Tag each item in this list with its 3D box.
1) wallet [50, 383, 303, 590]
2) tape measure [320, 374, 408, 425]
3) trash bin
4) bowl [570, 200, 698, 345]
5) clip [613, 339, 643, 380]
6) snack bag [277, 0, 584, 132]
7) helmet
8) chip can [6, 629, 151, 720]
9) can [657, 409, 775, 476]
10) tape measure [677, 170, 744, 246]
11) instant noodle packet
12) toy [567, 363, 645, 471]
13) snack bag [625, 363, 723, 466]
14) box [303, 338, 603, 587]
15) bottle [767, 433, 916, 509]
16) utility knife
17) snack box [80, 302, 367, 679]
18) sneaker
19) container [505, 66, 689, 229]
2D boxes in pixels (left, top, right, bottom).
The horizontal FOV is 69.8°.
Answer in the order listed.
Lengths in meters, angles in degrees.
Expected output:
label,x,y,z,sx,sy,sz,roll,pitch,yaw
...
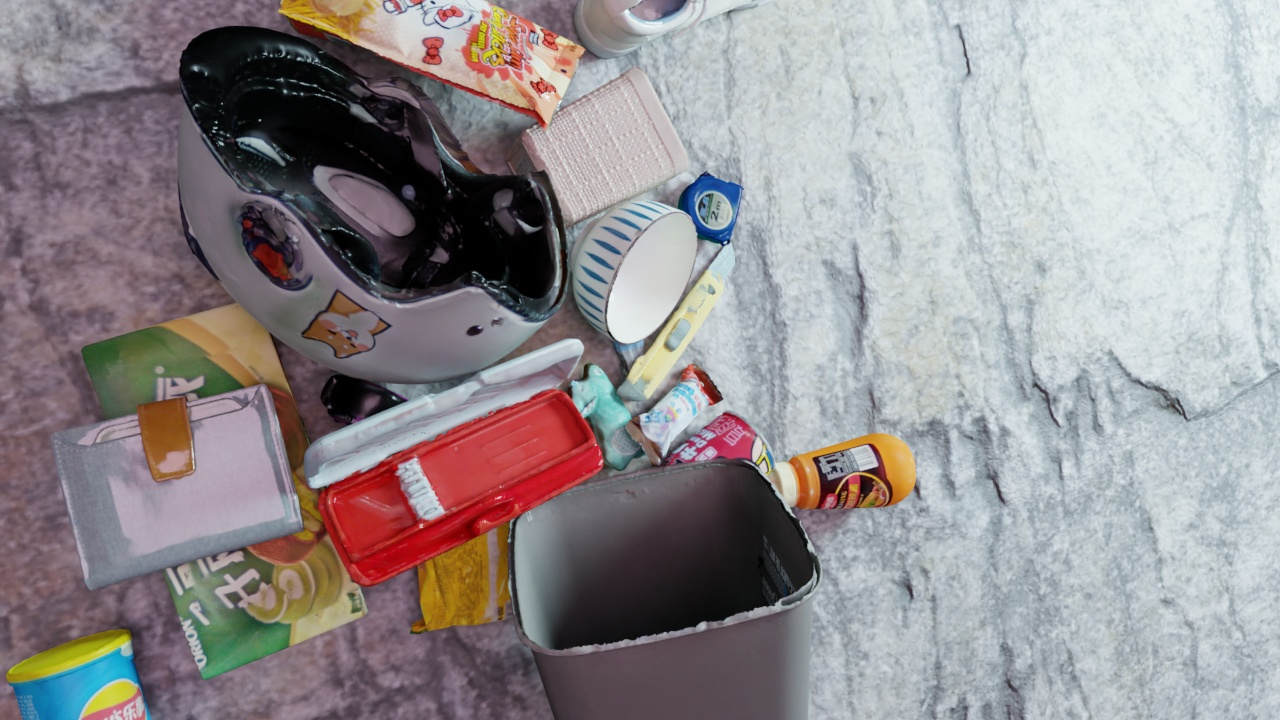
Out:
label,x,y,z,sx,sy,sz,roll,pitch,yaw
wallet,-0.293,0.077,0.585,0.129,0.037,0.106,-14,93,-19
tape measure,-0.202,0.037,0.678,0.058,0.057,0.039,22,80,5
trash bin,0.024,0.216,0.658,0.198,0.199,0.220,-11,112,-5
bowl,-0.014,-0.078,0.739,0.066,0.116,0.116,31,73,27
clip,-0.006,0.005,0.776,0.025,0.037,0.058,-15,90,-27
snack bag,-0.149,-0.243,0.685,0.208,0.073,0.128,19,41,-7
helmet,-0.191,-0.082,0.626,0.274,0.229,0.157,29,122,-16
chip can,-0.347,0.290,0.604,0.071,0.071,0.210,-15,93,-21
can,0.058,0.094,0.768,0.093,0.067,0.066,-37,100,-18
tape measure,0.060,-0.133,0.803,0.054,0.025,0.058,17,78,-17
instant noodle packet,-0.122,0.147,0.710,0.110,0.044,0.128,1,90,-23
toy,-0.032,0.049,0.753,0.096,0.030,0.092,-34,97,-40
snack bag,0.028,0.044,0.771,0.105,0.026,0.045,-42,105,-38
box,-0.116,0.067,0.625,0.200,0.100,0.094,-24,75,-27
bottle,0.167,0.104,0.815,0.149,0.067,0.066,-7,90,-14
utility knife,0.036,-0.033,0.788,0.031,0.019,0.182,46,59,-23
snack box,-0.284,0.086,0.641,0.114,0.063,0.240,-19,94,-19
sneaker,0.058,-0.335,0.777,0.241,0.091,0.089,-31,99,-20
container,-0.039,-0.163,0.735,0.110,0.090,0.090,-30,98,-16
